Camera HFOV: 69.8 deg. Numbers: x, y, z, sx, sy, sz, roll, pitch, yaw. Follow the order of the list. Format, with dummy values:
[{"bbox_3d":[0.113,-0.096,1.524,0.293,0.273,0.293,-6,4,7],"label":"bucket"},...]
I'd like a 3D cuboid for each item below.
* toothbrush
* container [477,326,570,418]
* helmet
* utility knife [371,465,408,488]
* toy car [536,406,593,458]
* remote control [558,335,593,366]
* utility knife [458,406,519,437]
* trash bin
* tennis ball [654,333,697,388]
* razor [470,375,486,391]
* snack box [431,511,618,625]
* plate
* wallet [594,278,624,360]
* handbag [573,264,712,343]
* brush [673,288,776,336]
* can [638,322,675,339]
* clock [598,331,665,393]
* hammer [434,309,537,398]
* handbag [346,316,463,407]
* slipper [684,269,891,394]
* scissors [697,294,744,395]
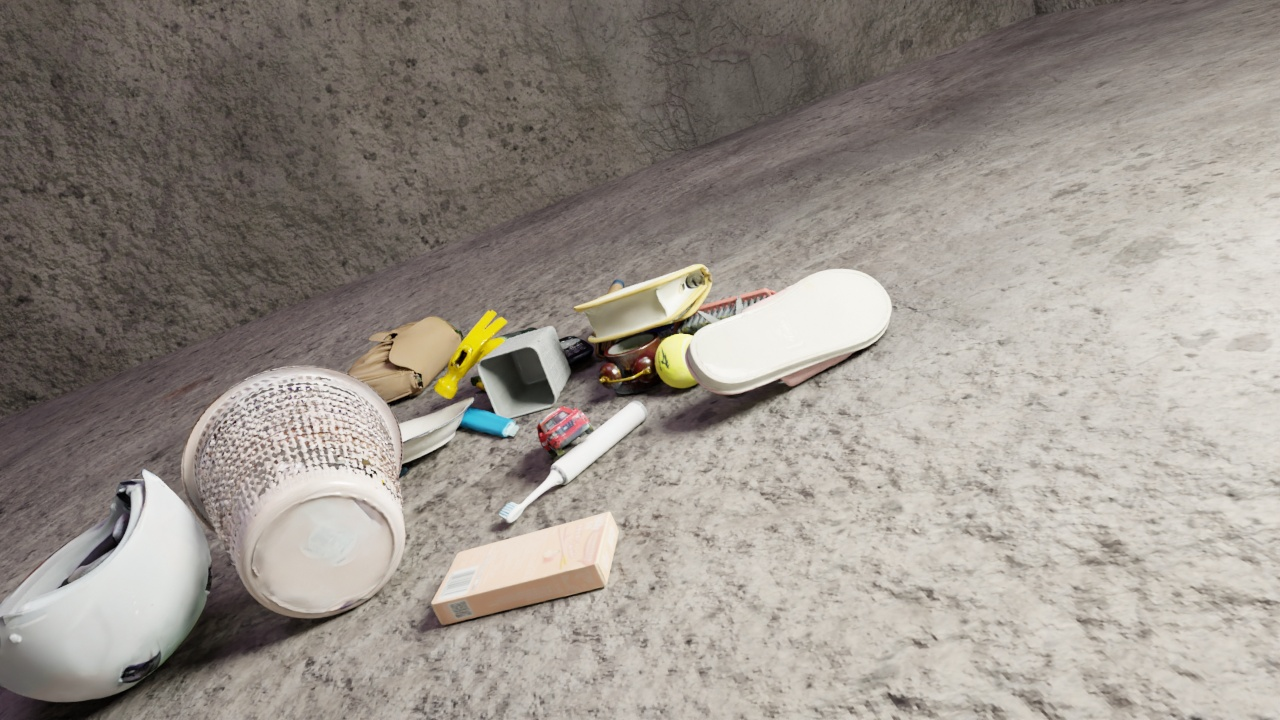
[{"bbox_3d":[-0.069,0.108,0.991,0.026,0.027,0.220,24,42,31],"label":"toothbrush"},{"bbox_3d":[-0.154,0.012,1.259,0.090,0.090,0.114,-15,16,15],"label":"container"},{"bbox_3d":[-0.523,0.239,0.906,0.259,0.146,0.228,-28,24,36],"label":"helmet"},{"bbox_3d":[-0.381,0.177,1.146,0.192,0.015,0.033,-28,16,-20],"label":"utility knife"},{"bbox_3d":[-0.089,0.078,1.020,0.052,0.045,0.121,-38,3,-15],"label":"toy car"},{"bbox_3d":[-0.102,-0.012,1.367,0.053,0.024,0.136,-28,18,-13],"label":"remote control"},{"bbox_3d":[-0.204,0.083,1.219,0.034,0.018,0.162,-45,28,-25],"label":"utility knife"},{"bbox_3d":[-0.331,0.143,0.922,0.227,0.228,0.192,-26,32,-16],"label":"trash bin"},{"bbox_3d":[0.050,0.001,1.104,0.065,0.065,0.065,-19,19,6],"label":"tennis ball"},{"bbox_3d":[-0.216,0.039,1.335,0.043,0.028,0.133,-12,10,-17],"label":"razor"},{"bbox_3d":[-0.100,0.183,0.811,0.157,0.026,0.084,-16,19,13],"label":"snack box"},{"bbox_3d":[-0.302,0.105,1.209,0.164,0.034,0.164,-20,9,16],"label":"plate"},{"bbox_3d":[-0.043,-0.061,1.350,0.033,0.090,0.115,12,24,5],"label":"wallet"},{"bbox_3d":[0.021,-0.083,1.228,0.164,0.063,0.178,-13,13,41],"label":"handbag"},{"bbox_3d":[0.110,-0.053,1.195,0.146,0.063,0.069,-13,32,27],"label":"brush"},{"bbox_3d":[0.028,-0.056,1.310,0.074,0.049,0.148,-21,19,2],"label":"can"},{"bbox_3d":[-0.007,0.007,1.161,0.082,0.055,0.121,-12,17,22],"label":"clock"},{"bbox_3d":[-0.209,-0.022,1.371,0.129,0.033,0.300,-55,-6,12],"label":"hammer"},{"bbox_3d":[-0.396,-0.003,1.539,0.148,0.100,0.204,-10,25,21],"label":"handbag"},{"bbox_3d":[0.166,-0.027,1.015,0.273,0.114,0.055,-24,-27,-27],"label":"slipper"},{"bbox_3d":[0.122,-0.020,1.088,0.179,0.014,0.159,13,49,34],"label":"scissors"}]
